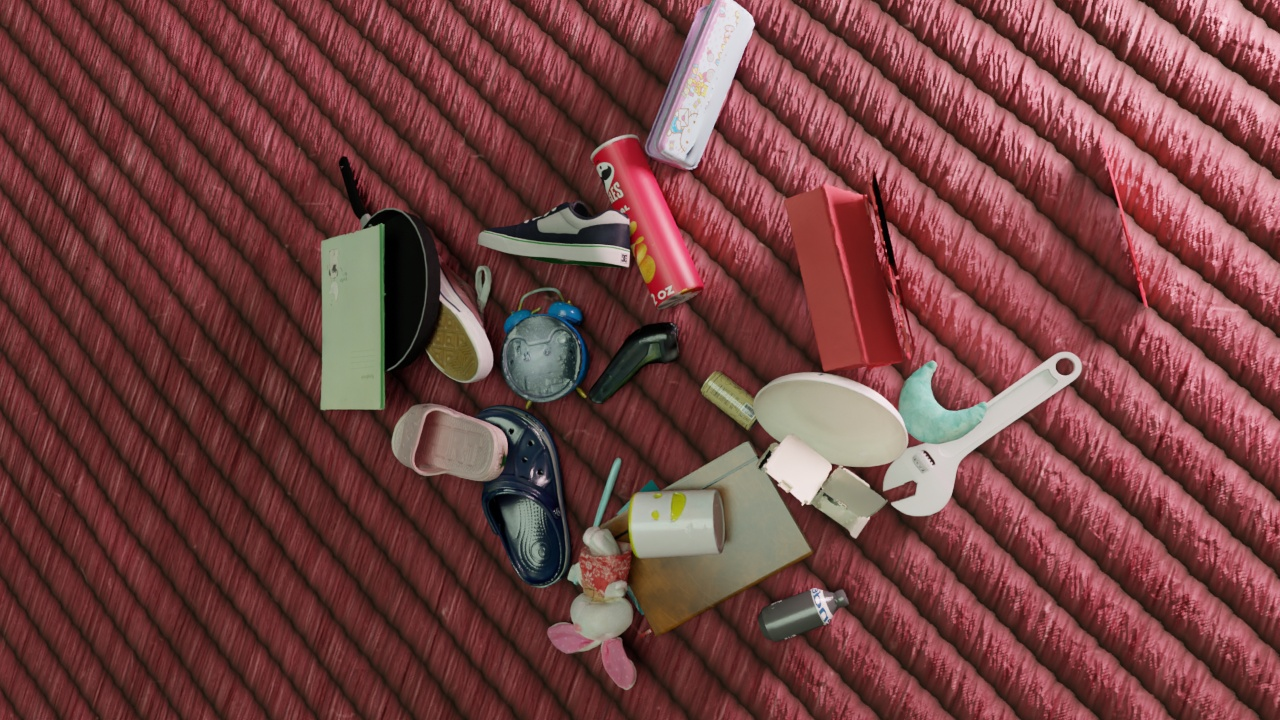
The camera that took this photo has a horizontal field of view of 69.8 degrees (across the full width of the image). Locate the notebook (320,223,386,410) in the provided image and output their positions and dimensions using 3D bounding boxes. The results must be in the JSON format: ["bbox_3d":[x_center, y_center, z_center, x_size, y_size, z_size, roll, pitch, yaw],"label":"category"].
[{"bbox_3d":[-0.407,-0.056,1.296,0.182,0.010,0.252,-3,87,45],"label":"notebook"}]

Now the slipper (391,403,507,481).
[{"bbox_3d":[-0.272,0.107,1.222,0.240,0.064,0.094,6,85,44],"label":"slipper"}]

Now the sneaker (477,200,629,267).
[{"bbox_3d":[-0.113,-0.170,1.207,0.236,0.084,0.079,8,92,32],"label":"sneaker"}]

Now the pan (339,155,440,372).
[{"bbox_3d":[-0.368,-0.150,1.292,0.226,0.034,0.356,-42,59,35],"label":"pan"}]

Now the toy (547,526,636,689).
[{"bbox_3d":[-0.051,0.308,1.172,0.159,0.084,0.194,17,105,43],"label":"toy"}]

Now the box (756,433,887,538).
[{"bbox_3d":[0.209,0.138,1.055,0.143,0.191,0.069,34,96,8],"label":"box"}]

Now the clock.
[{"bbox_3d":[-0.126,-0.020,1.232,0.117,0.060,0.161,-9,84,17],"label":"clock"}]

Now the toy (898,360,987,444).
[{"bbox_3d":[0.351,0.058,1.088,0.085,0.033,0.105,-51,48,10],"label":"toy"}]

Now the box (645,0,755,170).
[{"bbox_3d":[0.078,-0.354,1.184,0.077,0.096,0.214,21,94,-11],"label":"box"}]

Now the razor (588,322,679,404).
[{"bbox_3d":[-0.007,0.007,1.204,0.067,0.053,0.152,43,106,-3],"label":"razor"}]

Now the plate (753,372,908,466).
[{"bbox_3d":[0.225,0.064,1.080,0.182,0.182,0.034,14,59,16],"label":"plate"}]

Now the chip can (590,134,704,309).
[{"bbox_3d":[0.009,-0.179,1.193,0.069,0.069,0.220,-25,81,14],"label":"chip can"}]

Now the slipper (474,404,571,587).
[{"bbox_3d":[-0.158,0.178,1.216,0.105,0.095,0.252,-20,85,17],"label":"slipper"}]

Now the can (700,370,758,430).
[{"bbox_3d":[0.118,0.050,1.167,0.079,0.038,0.038,38,98,15],"label":"can"}]

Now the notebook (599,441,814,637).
[{"bbox_3d":[0.070,0.228,1.185,0.249,0.014,0.178,-32,80,13],"label":"notebook"}]

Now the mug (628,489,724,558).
[{"bbox_3d":[0.046,0.203,1.142,0.106,0.082,0.082,-5,86,14],"label":"mug"}]

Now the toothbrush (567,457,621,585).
[{"bbox_3d":[-0.060,0.214,1.224,0.016,0.016,0.180,22,95,25],"label":"toothbrush"}]

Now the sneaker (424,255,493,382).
[{"bbox_3d":[-0.250,-0.064,1.257,0.118,0.087,0.241,-53,55,30],"label":"sneaker"}]

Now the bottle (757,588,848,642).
[{"bbox_3d":[0.200,0.309,1.127,0.112,0.047,0.047,-25,81,13],"label":"bottle"}]

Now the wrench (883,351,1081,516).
[{"bbox_3d":[0.409,0.089,1.091,0.273,0.018,0.086,-37,78,11],"label":"wrench"}]

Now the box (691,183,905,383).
[{"bbox_3d":[0.169,-0.073,1.150,0.326,0.152,0.213,-16,83,49],"label":"box"}]
